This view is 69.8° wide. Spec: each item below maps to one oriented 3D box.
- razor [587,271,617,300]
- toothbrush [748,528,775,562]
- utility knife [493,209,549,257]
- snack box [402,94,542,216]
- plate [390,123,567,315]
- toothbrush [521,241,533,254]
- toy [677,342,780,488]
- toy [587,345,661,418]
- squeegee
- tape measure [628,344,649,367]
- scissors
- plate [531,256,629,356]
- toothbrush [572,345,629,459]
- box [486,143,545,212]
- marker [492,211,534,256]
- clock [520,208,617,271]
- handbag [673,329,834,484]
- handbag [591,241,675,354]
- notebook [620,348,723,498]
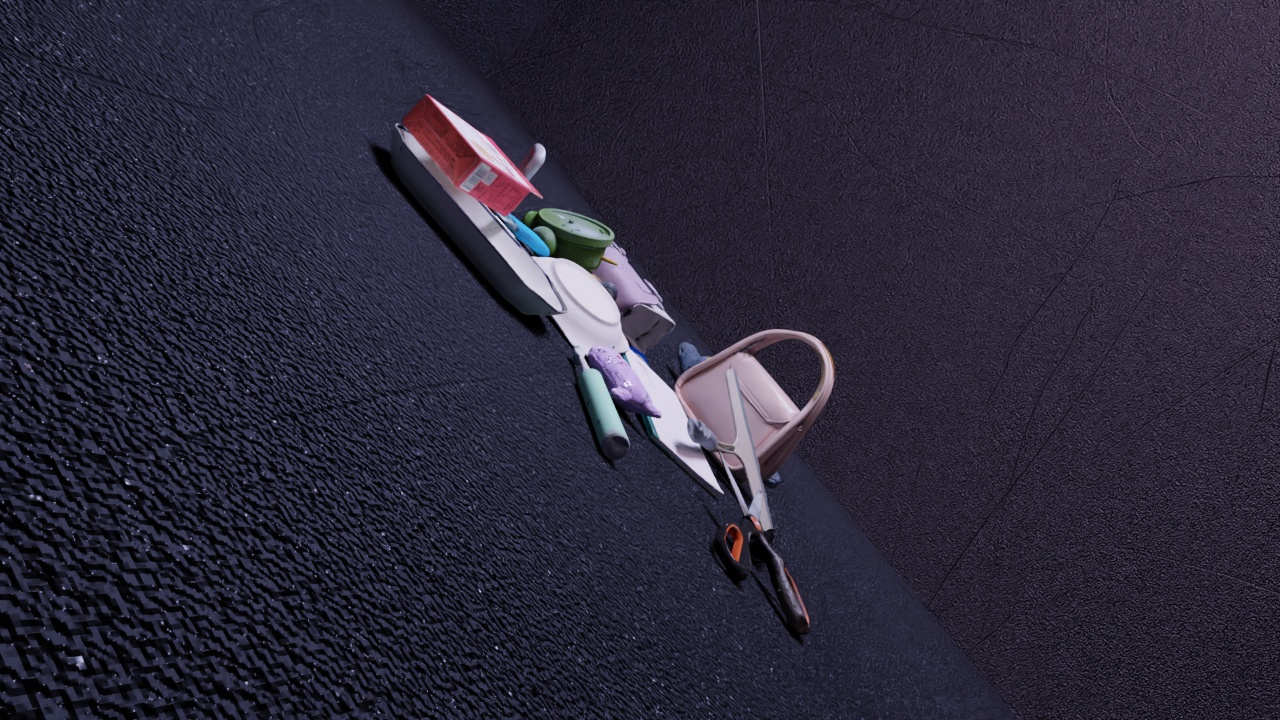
[{"bbox_3d":[-0.096,-0.126,1.368,0.067,0.062,0.167,39,6,-47],"label":"razor"},{"bbox_3d":[0.155,0.225,1.138,0.212,0.026,0.027,24,60,-77],"label":"toothbrush"},{"bbox_3d":[-0.148,-0.159,1.119,0.034,0.018,0.209,51,3,11],"label":"utility knife"},{"bbox_3d":[-0.183,-0.218,1.005,0.113,0.044,0.127,50,11,23],"label":"snack box"},{"bbox_3d":[-0.179,-0.141,0.987,0.265,0.034,0.162,49,6,-3],"label":"plate"},{"bbox_3d":[-0.200,-0.202,1.265,0.189,0.016,0.014,51,0,25],"label":"toothbrush"},{"bbox_3d":[0.137,0.068,1.613,0.356,0.091,0.138,58,-1,40],"label":"toy"},{"bbox_3d":[-0.027,0.021,1.045,0.083,0.039,0.108,29,21,-46],"label":"toy"},{"bbox_3d":[0.098,0.106,1.200,0.246,0.039,0.246,29,47,-64],"label":"squeegee"},{"bbox_3d":[-0.008,0.008,1.283,0.054,0.025,0.058,39,23,-47],"label":"tape measure"},{"bbox_3d":[0.124,0.191,0.985,0.220,0.022,0.230,61,19,18],"label":"scissors"},{"bbox_3d":[-0.076,-0.077,1.147,0.164,0.034,0.163,50,20,11],"label":"plate"},{"bbox_3d":[-0.046,0.032,0.914,0.026,0.027,0.224,11,21,-19],"label":"toothbrush"},{"bbox_3d":[-0.182,-0.248,1.165,0.112,0.100,0.201,26,12,-14],"label":"box"},{"bbox_3d":[-0.156,-0.141,1.181,0.132,0.022,0.020,48,-7,-15],"label":"marker"},{"bbox_3d":[-0.116,-0.179,1.339,0.161,0.056,0.116,9,23,-25],"label":"clock"},{"bbox_3d":[0.184,0.051,1.384,0.193,0.234,0.093,53,10,30],"label":"handbag"},{"bbox_3d":[-0.044,-0.122,1.508,0.197,0.098,0.145,52,13,29],"label":"handbag"},{"bbox_3d":[0.032,0.069,1.178,0.150,0.012,0.209,44,14,-36],"label":"notebook"}]
